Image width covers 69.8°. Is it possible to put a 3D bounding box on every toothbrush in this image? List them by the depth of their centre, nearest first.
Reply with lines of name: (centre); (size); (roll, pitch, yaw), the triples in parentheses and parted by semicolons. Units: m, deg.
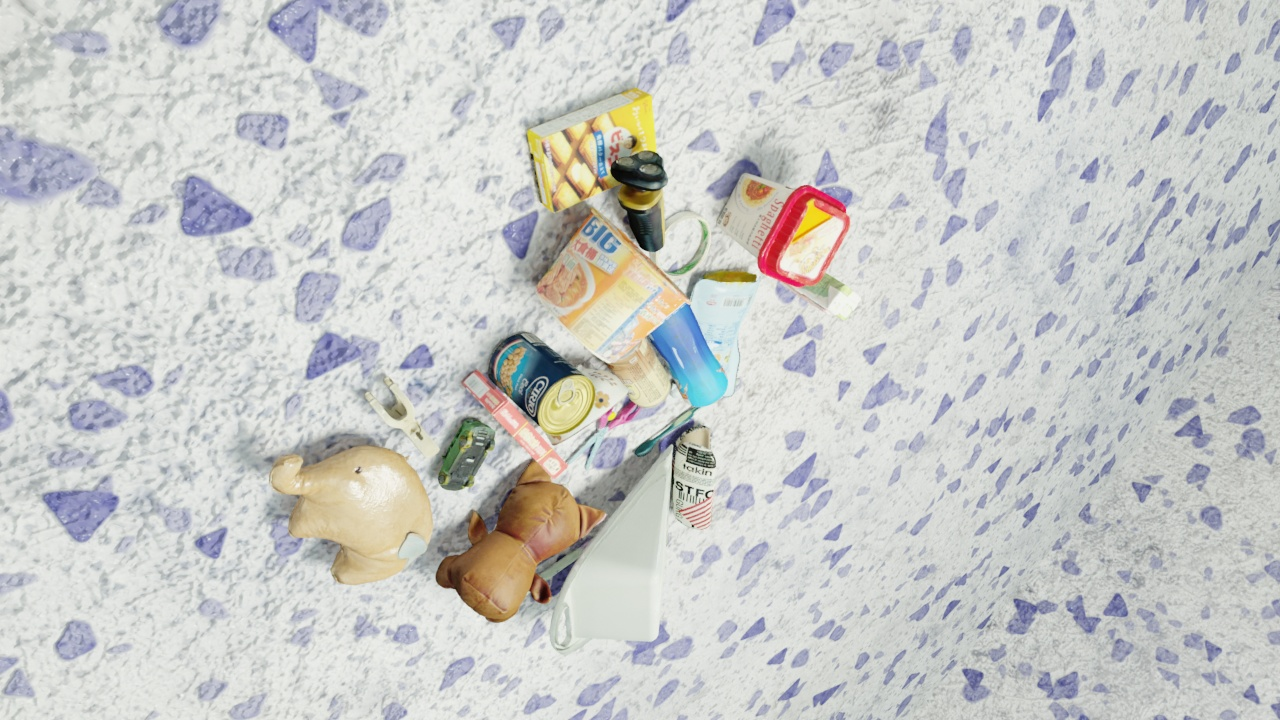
toothbrush: (-0.107, 0.289, 1.296); (0.189, 0.029, 0.020); (-31, 93, -19)
toothbrush: (0.068, 0.080, 1.301); (0.191, 0.016, 0.018); (-35, 146, -17)

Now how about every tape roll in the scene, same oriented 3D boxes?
tape roll: (0.050, -0.140, 1.122); (0.085, 0.014, 0.086); (-23, 132, -28)

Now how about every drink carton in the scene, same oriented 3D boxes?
drink carton: (0.230, -0.102, 1.228); (0.053, 0.122, 0.045); (25, 102, -49)

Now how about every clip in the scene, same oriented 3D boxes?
clip: (-0.254, 0.061, 0.985); (0.034, 0.072, 0.100); (-41, 132, -12)

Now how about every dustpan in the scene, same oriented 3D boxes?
dustpan: (-0.036, 0.277, 1.265); (0.142, 0.257, 0.223); (4, 134, 3)

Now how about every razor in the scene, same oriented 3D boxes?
razor: (0.007, -0.170, 1.008); (0.167, 0.062, 0.067); (73, 37, -68)

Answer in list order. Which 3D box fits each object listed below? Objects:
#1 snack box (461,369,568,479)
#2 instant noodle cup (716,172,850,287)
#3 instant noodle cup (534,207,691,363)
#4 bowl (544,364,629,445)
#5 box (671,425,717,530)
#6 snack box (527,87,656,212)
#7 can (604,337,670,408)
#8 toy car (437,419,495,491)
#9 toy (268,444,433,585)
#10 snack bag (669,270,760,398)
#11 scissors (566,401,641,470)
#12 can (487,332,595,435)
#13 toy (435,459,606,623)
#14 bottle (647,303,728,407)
snack box: (-0.144, 0.076, 1.064); (0.025, 0.075, 0.153); (-44, 139, -9)
instant noodle cup: (0.170, -0.166, 1.126); (0.116, 0.124, 0.116); (13, 109, -46)
instant noodle cup: (-0.035, -0.076, 1.003); (0.111, 0.151, 0.151); (-45, 139, 7)
bowl: (-0.076, 0.045, 1.097); (0.113, 0.114, 0.062); (-35, 95, -17)
box: (0.081, 0.167, 1.347); (0.087, 0.076, 0.163); (-61, 156, -48)
snack box: (-0.047, -0.222, 0.964); (0.140, 0.034, 0.087); (-29, 136, -25)
can: (-0.007, 0.007, 1.147); (0.058, 0.058, 0.116); (-43, 138, -9)
toy car: (-0.204, 0.111, 1.066); (0.043, 0.036, 0.091); (16, 106, -48)
toy: (-0.303, 0.147, 0.974); (0.143, 0.082, 0.226); (-44, 137, -20)
snack bag: (0.098, -0.028, 1.230); (0.110, 0.039, 0.191); (-10, 126, -35)
scissors: (-0.043, 0.092, 1.213); (0.113, 0.017, 0.135); (-7, 128, -44)
can: (-0.112, 0.024, 1.028); (0.075, 0.111, 0.075); (-24, 132, -30)
toy: (-0.149, 0.228, 1.143); (0.140, 0.131, 0.199); (41, 75, -11)
bottle: (0.043, -0.036, 1.143); (0.065, 0.065, 0.219); (-39, 125, -13)
